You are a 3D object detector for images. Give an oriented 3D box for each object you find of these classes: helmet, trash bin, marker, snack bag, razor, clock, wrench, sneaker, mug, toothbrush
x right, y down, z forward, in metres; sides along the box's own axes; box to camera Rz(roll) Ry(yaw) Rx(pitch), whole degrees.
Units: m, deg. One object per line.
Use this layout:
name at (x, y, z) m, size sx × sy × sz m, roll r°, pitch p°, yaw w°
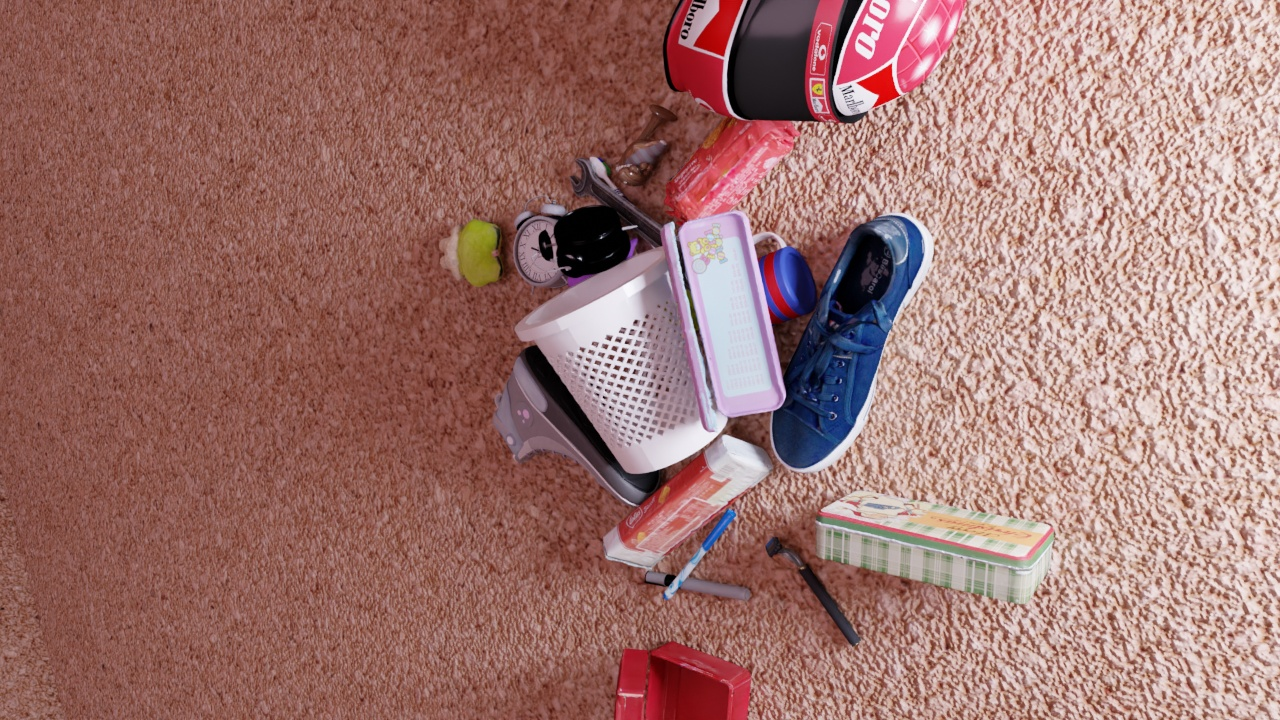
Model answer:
helmet at (0.180, -0.334, 0.854) m, size 0.225 × 0.197 × 0.271 m, roll 32°, pitch 96°, yaw 25°
trash bin at (-0.006, 0.006, 1.022) m, size 0.196 × 0.194 × 0.199 m, roll -18°, pitch 106°, yaw 34°
marker at (0.067, 0.272, 1.108) m, size 0.141 × 0.016 × 0.016 m, roll 1°, pitch 95°, yaw 35°
snack bag at (0.093, -0.209, 1.006) m, size 0.177 × 0.082 × 0.082 m, roll -45°, pitch 70°, yaw 30°
razor at (0.194, 0.254, 1.018) m, size 0.144 × 0.022 × 0.043 m, roll 50°, pitch 161°, yaw 16°
clock at (-0.069, -0.136, 1.068) m, size 0.091 × 0.120 × 0.043 m, roll 40°, pitch 154°, yaw 46°
wrench at (-0.005, -0.166, 1.082) m, size 0.273 × 0.010 × 0.070 m, roll 43°, pitch 139°, yaw 36°
sneaker at (-0.093, 0.112, 1.168) m, size 0.256 × 0.092 × 0.161 m, roll 50°, pitch 127°, yaw 19°
sneaker at (0.197, -0.008, 0.927) m, size 0.121 × 0.127 × 0.295 m, roll 32°, pitch 113°, yaw 30°
mug at (0.139, -0.092, 0.997) m, size 0.076 × 0.075 × 0.111 m, roll -20°, pitch 58°, yaw 34°
clock at (-0.124, -0.152, 1.187) m, size 0.095 × 0.035 × 0.122 m, roll -13°, pitch 88°, yaw 35°
snack bag at (0.052, 0.170, 1.073) m, size 0.226 × 0.077 × 0.041 m, roll -43°, pitch 41°, yaw 30°
toothbrush at (-0.008, -0.179, 1.116) m, size 0.015 × 0.016 × 0.186 m, roll -45°, pitch 72°, yaw 30°
marker at (0.068, 0.233, 1.092) m, size 0.013 × 0.013 × 0.142 m, roll 43°, pitch 108°, yaw 24°

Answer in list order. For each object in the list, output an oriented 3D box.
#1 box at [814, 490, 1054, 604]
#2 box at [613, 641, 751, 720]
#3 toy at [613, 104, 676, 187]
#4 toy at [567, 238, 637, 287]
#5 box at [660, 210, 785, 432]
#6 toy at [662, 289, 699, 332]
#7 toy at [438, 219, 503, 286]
box at (0.283, 0.174, 0.891) m, size 0.206 × 0.117 × 0.050 m, roll 8°, pitch 104°, yaw 35°
box at (0.048, 0.431, 1.086) m, size 0.165 × 0.151 × 0.157 m, roll 2°, pitch 100°, yaw -2°
toy at (0.003, -0.248, 1.088) m, size 0.102 × 0.041 × 0.054 m, roll -44°, pitch 48°, yaw 38°
toy at (-0.048, -0.121, 1.124) m, size 0.088 × 0.056 × 0.106 m, roll 13°, pitch 83°, yaw 24°
box at (0.079, -0.040, 0.921) m, size 0.090 × 0.092 × 0.214 m, roll -11°, pitch 97°, yaw 17°
toy at (0.059, -0.076, 1.069) m, size 0.094 × 0.036 × 0.093 m, roll 14°, pitch 108°, yaw 40°
toy at (-0.234, -0.147, 1.260) m, size 0.118 × 0.043 × 0.092 m, roll 1°, pitch 98°, yaw 37°
